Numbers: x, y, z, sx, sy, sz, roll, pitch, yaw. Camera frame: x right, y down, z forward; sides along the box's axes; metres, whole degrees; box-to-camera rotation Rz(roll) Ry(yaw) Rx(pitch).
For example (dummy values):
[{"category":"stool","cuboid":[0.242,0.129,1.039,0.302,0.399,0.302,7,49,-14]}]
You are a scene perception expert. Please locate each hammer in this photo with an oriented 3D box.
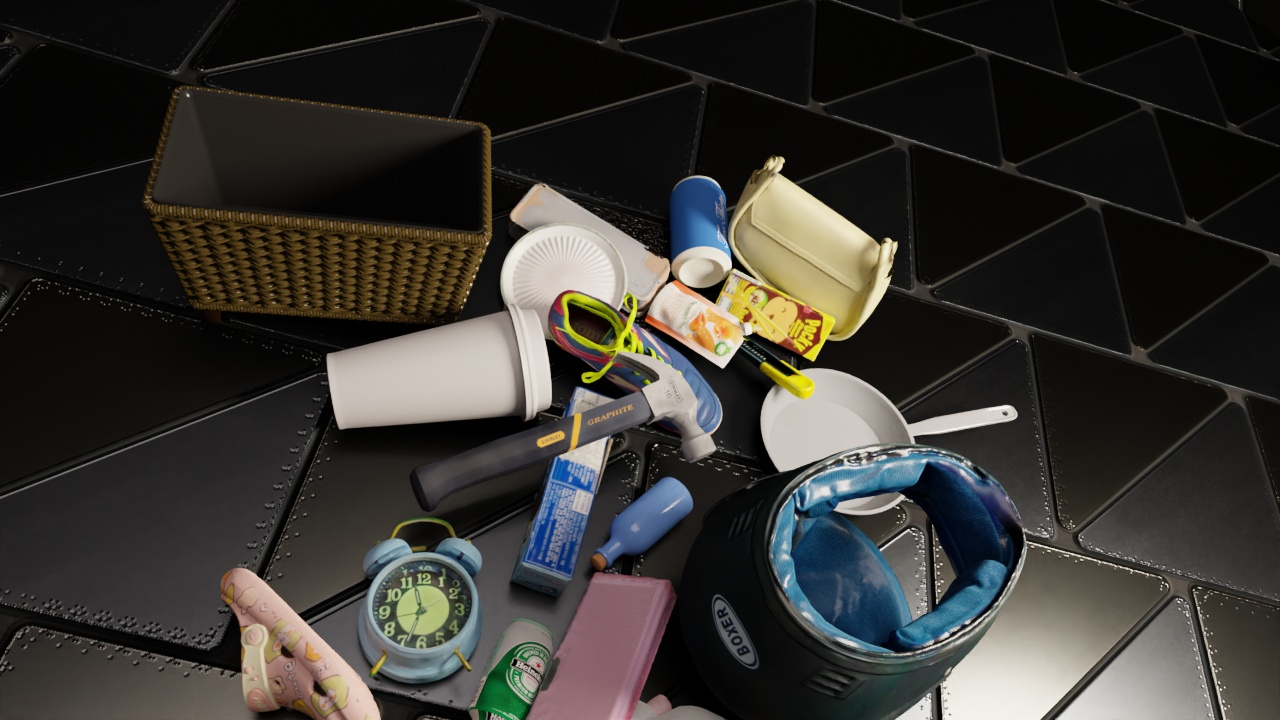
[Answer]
[{"category":"hammer","cuboid":[-0.082,0.086,0.949,0.311,0.035,0.139,-20,76,-23]}]

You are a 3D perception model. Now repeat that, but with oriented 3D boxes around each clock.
[{"category":"clock","cuboid":[-0.209,0.226,0.877,0.118,0.060,0.161,-1,52,-16]}]

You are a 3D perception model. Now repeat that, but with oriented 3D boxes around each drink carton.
[{"category":"drink carton","cuboid":[0.075,-0.047,1.158,0.122,0.039,0.069,33,77,17]}]

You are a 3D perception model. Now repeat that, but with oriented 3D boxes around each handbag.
[{"category":"handbag","cuboid":[0.221,-0.147,1.190,0.233,0.191,0.088,36,55,0]}]

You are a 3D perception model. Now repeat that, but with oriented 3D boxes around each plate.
[{"category":"plate","cuboid":[-0.095,-0.098,1.140,0.157,0.014,0.156,1,75,-3]}]

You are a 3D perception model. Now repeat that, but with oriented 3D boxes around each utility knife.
[{"category":"utility knife","cuboid":[0.132,-0.017,1.156,0.028,0.020,0.213,-30,52,-34]}]

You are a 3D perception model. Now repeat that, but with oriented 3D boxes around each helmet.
[{"category":"helmet","cuboid":[0.185,0.222,0.888,0.315,0.237,0.249,-18,63,-29]}]

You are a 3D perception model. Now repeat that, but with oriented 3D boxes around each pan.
[{"category":"pan","cuboid":[0.310,0.092,1.137,0.356,0.051,0.200,-5,57,-20]}]

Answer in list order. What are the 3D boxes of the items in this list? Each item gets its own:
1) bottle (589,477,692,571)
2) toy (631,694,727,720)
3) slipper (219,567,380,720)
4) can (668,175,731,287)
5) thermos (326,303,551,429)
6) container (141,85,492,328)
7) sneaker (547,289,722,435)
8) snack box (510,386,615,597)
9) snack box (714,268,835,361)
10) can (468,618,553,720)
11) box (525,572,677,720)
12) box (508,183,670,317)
[{"category":"bottle","cuboid":[-0.003,0.179,0.980,0.048,0.048,0.130,44,55,15]},{"category":"toy","cuboid":[0.018,0.361,0.833,0.180,0.102,0.138,22,35,25]},{"category":"slipper","cuboid":[-0.313,0.267,0.800,0.197,0.093,0.081,41,65,14]},{"category":"can","cuboid":[0.079,-0.173,1.238,0.079,0.079,0.145,8,54,-12]},{"category":"thermos","cuboid":[-0.216,0.016,0.992,0.221,0.132,0.131,-9,59,-14]},{"category":"container","cuboid":[-0.337,-0.145,1.007,0.320,0.206,0.176,4,55,-15]},{"category":"sneaker","cuboid":[-0.006,0.006,1.063,0.242,0.091,0.116,34,70,2]},{"category":"snack box","cuboid":[-0.078,0.136,0.982,0.059,0.059,0.225,20,53,-6]},{"category":"snack box","cuboid":[0.173,-0.059,1.196,0.149,0.061,0.025,26,19,3]},{"category":"can","cuboid":[-0.120,0.297,0.856,0.053,0.053,0.100,23,52,0]},{"category":"box","cuboid":[-0.042,0.298,0.851,0.098,0.037,0.232,-1,38,23]},{"category":"box","cuboid":[-0.067,-0.145,1.191,0.216,0.063,0.081,33,64,8]}]
